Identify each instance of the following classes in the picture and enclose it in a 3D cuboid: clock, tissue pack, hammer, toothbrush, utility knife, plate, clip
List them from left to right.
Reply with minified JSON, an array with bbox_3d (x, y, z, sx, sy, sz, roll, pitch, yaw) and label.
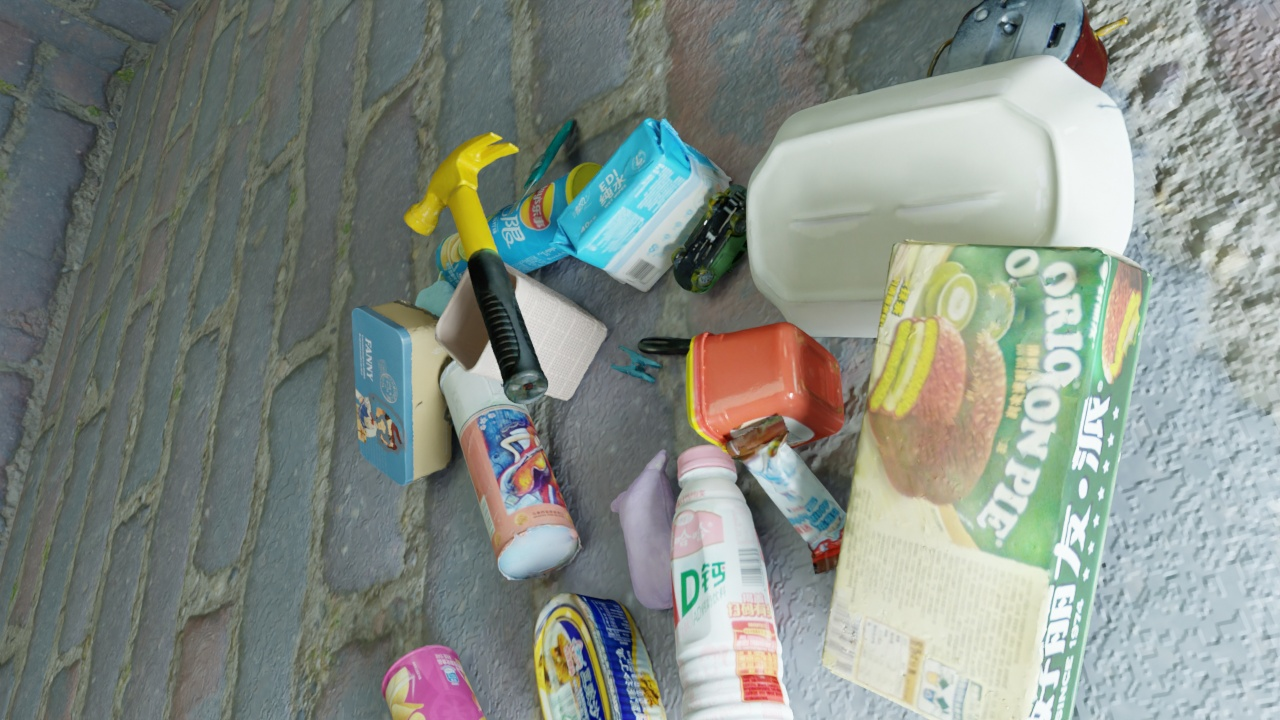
[{"bbox_3d":[-0.126,-0.080,0.743,0.129,0.032,0.300,-46,44,22],"label":"hammer"},{"bbox_3d":[-0.094,-0.187,0.875,0.029,0.013,0.215,-39,20,31],"label":"utility knife"},{"bbox_3d":[-0.004,0.004,0.761,0.056,0.014,0.042,25,91,51],"label":"clip"},{"bbox_3d":[0.001,-0.126,0.757,0.140,0.090,0.063,-46,45,22],"label":"tissue pack"},{"bbox_3d":[0.058,-0.010,0.700,0.181,0.018,0.015,3,77,49],"label":"toothbrush"},{"bbox_3d":[0.159,-0.093,0.571,0.266,0.034,0.162,3,97,48],"label":"plate"},{"bbox_3d":[0.229,-0.185,0.569,0.122,0.055,0.082,17,86,50],"label":"clock"}]

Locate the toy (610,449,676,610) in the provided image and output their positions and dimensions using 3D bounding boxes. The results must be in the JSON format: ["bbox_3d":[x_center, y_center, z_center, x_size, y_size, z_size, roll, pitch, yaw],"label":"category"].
[{"bbox_3d":[0.007,0.131,0.671,0.084,0.039,0.108,-51,44,43],"label":"toy"}]

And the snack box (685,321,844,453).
[{"bbox_3d":[0.084,0.021,0.604,0.080,0.091,0.081,-17,60,33],"label":"snack box"}]

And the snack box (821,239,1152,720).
[{"bbox_3d":[0.173,0.062,0.472,0.115,0.063,0.240,11,93,48],"label":"snack box"}]

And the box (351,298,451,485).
[{"bbox_3d":[-0.230,0.024,0.887,0.090,0.061,0.184,23,123,36],"label":"box"}]

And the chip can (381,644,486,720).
[{"bbox_3d":[-0.140,0.320,0.713,0.071,0.071,0.210,-57,42,11],"label":"chip can"}]

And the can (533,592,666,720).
[{"bbox_3d":[-0.031,0.237,0.653,0.075,0.049,0.148,-42,46,25],"label":"can"}]

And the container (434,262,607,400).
[{"bbox_3d":[-0.101,-0.026,0.803,0.090,0.110,0.090,36,99,48],"label":"container"}]

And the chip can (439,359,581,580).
[{"bbox_3d":[-0.118,0.086,0.799,0.071,0.071,0.214,-48,44,20],"label":"chip can"}]

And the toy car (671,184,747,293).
[{"bbox_3d":[0.061,-0.093,0.718,0.091,0.036,0.043,-52,44,15],"label":"toy car"}]

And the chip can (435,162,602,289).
[{"bbox_3d":[-0.110,-0.122,0.888,0.211,0.071,0.071,-16,61,42],"label":"chip can"}]

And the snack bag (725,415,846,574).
[{"bbox_3d":[0.099,0.085,0.571,0.048,0.104,0.026,-31,9,33],"label":"snack bag"}]

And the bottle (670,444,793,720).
[{"bbox_3d":[0.052,0.150,0.595,0.068,0.068,0.196,-31,49,34],"label":"bottle"}]

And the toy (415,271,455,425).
[{"bbox_3d":[-0.206,-0.010,0.932,0.162,0.049,0.156,-10,89,52],"label":"toy"}]
